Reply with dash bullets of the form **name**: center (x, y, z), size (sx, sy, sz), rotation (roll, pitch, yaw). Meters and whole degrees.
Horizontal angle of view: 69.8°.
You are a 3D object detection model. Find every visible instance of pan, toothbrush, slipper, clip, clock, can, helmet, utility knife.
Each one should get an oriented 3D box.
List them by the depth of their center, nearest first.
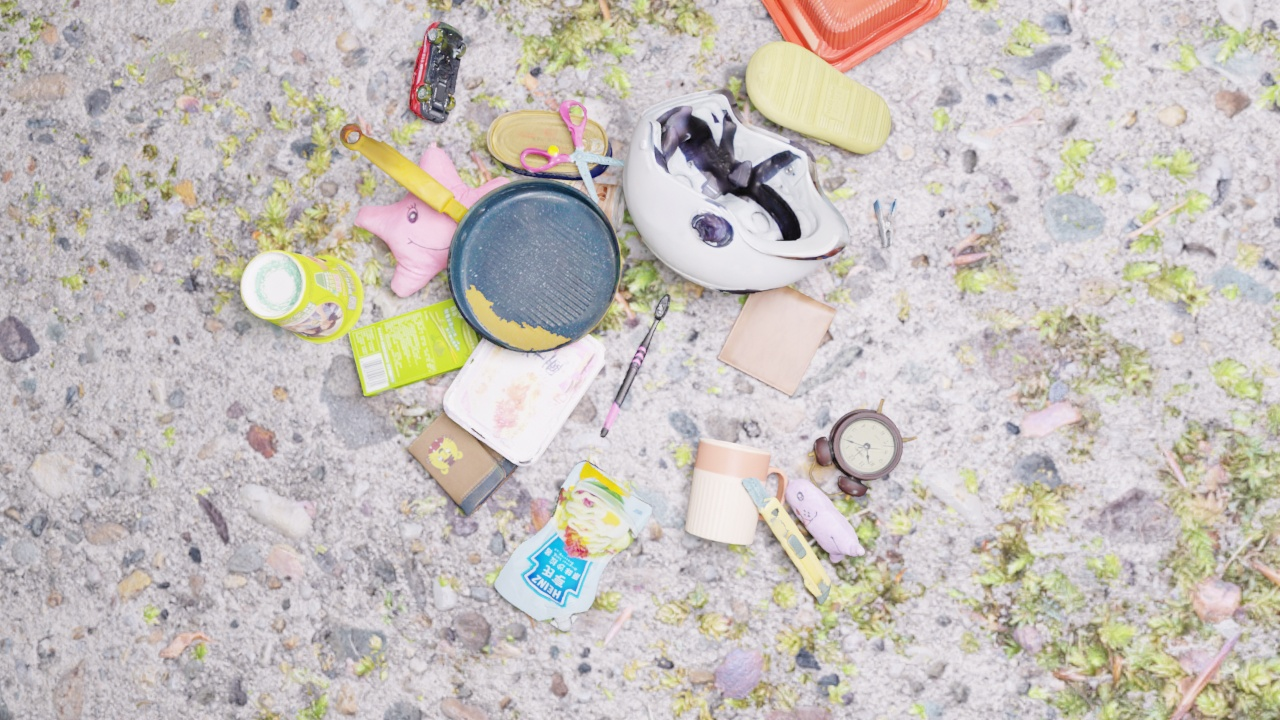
- **helmet**: center (0.087, -0.165, 1.011), size (0.258, 0.228, 0.146), rotation (40, 132, 2)
- **utility knife**: center (0.165, 0.198, 1.023), size (0.030, 0.020, 0.188), rotation (-41, 104, -20)
- **pan**: center (-0.184, -0.153, 1.032), size (0.357, 0.078, 0.197), rotation (35, 89, 7)
- **clock**: center (0.244, 0.104, 1.033), size (0.122, 0.055, 0.082), rotation (-40, 82, 5)
- **slipper**: center (0.197, -0.291, 1.059), size (0.190, 0.082, 0.091), rotation (19, 80, -19)
- **clip**: center (0.284, -0.158, 1.064), size (0.045, 0.027, 0.058), rotation (-4, 89, 0)
- **toothbrush**: center (-0.007, 0.006, 1.093), size (0.014, 0.018, 0.189), rotation (25, 91, 6)
- **can**: center (-0.080, -0.185, 1.095), size (0.116, 0.058, 0.058), rotation (6, 86, 7)
- **can**: center (-0.108, -0.258, 1.109), size (0.148, 0.049, 0.074), rotation (6, 87, 8)

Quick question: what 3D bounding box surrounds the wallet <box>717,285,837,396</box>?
- **wallet**: center (0.159, -0.031, 1.073), size (0.101, 0.020, 0.115), rotation (28, 93, 8)

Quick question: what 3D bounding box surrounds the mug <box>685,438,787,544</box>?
- **mug**: center (0.112, 0.150, 1.041), size (0.114, 0.082, 0.106), rotation (11, 89, -22)

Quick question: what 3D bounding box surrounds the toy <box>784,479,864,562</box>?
- **toy**: center (0.201, 0.177, 1.024), size (0.038, 0.084, 0.108), rotation (-36, 79, -21)

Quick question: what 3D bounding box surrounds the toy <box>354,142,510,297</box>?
- **toy**: center (-0.248, -0.171, 1.105), size (0.194, 0.074, 0.178), rotation (-6, 94, 2)

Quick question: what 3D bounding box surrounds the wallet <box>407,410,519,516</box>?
- **wallet**: center (-0.213, 0.116, 1.105), size (0.115, 0.033, 0.090), rotation (45, 93, 12)

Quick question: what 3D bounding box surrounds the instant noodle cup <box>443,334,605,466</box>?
- **instant noodle cup**: center (-0.133, 0.023, 1.086), size (0.138, 0.060, 0.173), rotation (35, 89, 9)

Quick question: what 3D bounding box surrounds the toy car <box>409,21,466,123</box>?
- **toy car**: center (-0.254, -0.356, 1.133), size (0.045, 0.052, 0.120), rotation (16, 92, 33)

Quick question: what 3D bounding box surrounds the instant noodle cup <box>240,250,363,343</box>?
- **instant noodle cup**: center (-0.409, -0.082, 1.097), size (0.112, 0.123, 0.111), rotation (-1, 85, 7)

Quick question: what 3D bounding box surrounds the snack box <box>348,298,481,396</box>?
- **snack box**: center (-0.273, -0.018, 1.124), size (0.156, 0.026, 0.085), rotation (-18, 84, 6)

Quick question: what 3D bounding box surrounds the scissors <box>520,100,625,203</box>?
- **scissors**: center (-0.073, -0.246, 1.068), size (0.133, 0.017, 0.131), rotation (10, 83, 9)

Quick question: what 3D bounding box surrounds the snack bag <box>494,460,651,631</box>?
- **snack bag**: center (-0.079, 0.221, 1.077), size (0.110, 0.039, 0.191), rotation (34, 91, -3)

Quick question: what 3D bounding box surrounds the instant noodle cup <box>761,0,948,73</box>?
- **instant noodle cup**: center (0.242, -0.437, 1.062), size (0.189, 0.079, 0.164), rotation (-31, 81, 6)
